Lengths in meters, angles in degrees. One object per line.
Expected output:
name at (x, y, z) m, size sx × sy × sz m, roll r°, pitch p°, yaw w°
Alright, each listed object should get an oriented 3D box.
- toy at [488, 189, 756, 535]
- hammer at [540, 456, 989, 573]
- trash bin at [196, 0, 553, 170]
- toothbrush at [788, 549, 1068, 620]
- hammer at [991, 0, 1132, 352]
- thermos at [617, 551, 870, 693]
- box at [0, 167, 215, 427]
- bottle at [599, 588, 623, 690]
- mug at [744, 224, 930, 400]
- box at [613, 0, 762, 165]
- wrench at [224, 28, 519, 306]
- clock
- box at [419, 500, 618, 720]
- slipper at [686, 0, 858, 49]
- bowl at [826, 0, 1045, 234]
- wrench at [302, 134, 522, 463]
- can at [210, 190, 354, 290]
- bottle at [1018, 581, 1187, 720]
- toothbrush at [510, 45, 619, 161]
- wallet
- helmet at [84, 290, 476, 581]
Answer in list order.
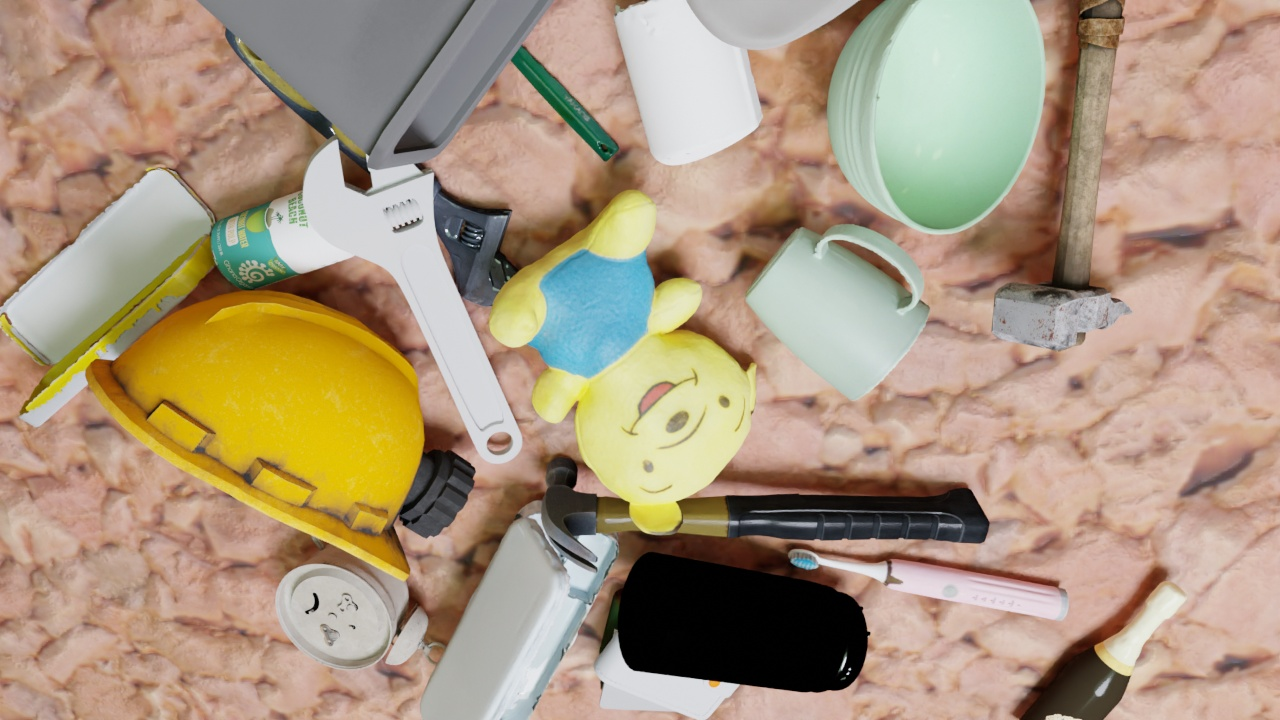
toy at (-0.004, 0.004, 0.651) m, size 0.149 × 0.084 × 0.214 m, roll -37°, pitch 108°, yaw -1°
hammer at (0.091, 0.117, 0.689) m, size 0.333 × 0.117 × 0.025 m, roll 1°, pitch 118°, yaw -1°
trash bin at (-0.168, -0.258, 0.535) m, size 0.220 × 0.097 × 0.192 m, roll 42°, pitch 111°, yaw -2°
toothbrush at (0.229, 0.177, 0.737) m, size 0.222 × 0.026 × 0.027 m, roll 10°, pitch 102°, yaw 1°
hammer at (0.278, -0.161, 0.564) m, size 0.049 × 0.121 × 0.319 m, roll 17°, pitch 114°, yaw 47°
thermos at (0.090, 0.207, 0.710) m, size 0.198 × 0.086 × 0.086 m, roll 15°, pitch 115°, yaw -23°
box at (-0.398, -0.044, 0.688) m, size 0.210 × 0.057 × 0.117 m, roll -34°, pitch 68°, yaw 18°
bottle at (-0.021, 0.244, 0.790) m, size 0.025 × 0.025 × 0.106 m, roll 13°, pitch 114°, yaw -1°
mug at (0.135, -0.043, 0.613) m, size 0.104 × 0.083 × 0.112 m, roll 39°, pitch 144°, yaw 0°
box at (0.030, -0.210, 0.567) m, size 0.092 × 0.083 × 0.166 m, roll -12°, pitch 111°, yaw 21°
wrench at (-0.175, -0.135, 0.644) m, size 0.273 × 0.022 × 0.073 m, roll 42°, pitch 116°, yaw -13°
clock at (-0.229, 0.212, 0.778) m, size 0.157 × 0.061 × 0.104 m, roll 30°, pitch 115°, yaw 1°
box at (-0.095, 0.229, 0.710) m, size 0.106 × 0.127 × 0.215 m, roll 23°, pitch 102°, yaw -15°
slipper at (0.132, -0.265, 0.523) m, size 0.265 × 0.080 × 0.113 m, roll -41°, pitch 89°, yaw -4°
bowl at (0.169, -0.157, 0.559) m, size 0.150 × 0.077 × 0.151 m, roll -12°, pitch 113°, yaw -31°
wrench at (-0.154, -0.031, 0.656) m, size 0.086 × 0.018 × 0.273 m, roll -23°, pitch 119°, yaw -9°
can at (-0.248, -0.088, 0.652) m, size 0.102 × 0.054 × 0.055 m, roll -16°, pitch 111°, yaw 12°
bottle at (0.377, 0.251, 0.745) m, size 0.045 × 0.045 × 0.185 m, roll 24°, pitch 113°, yaw -5°
toothbrush at (-0.085, -0.205, 0.608) m, size 0.016 × 0.017 × 0.190 m, roll -41°, pitch 104°, yaw 17°
wallet at (0.025, 0.259, 0.772) m, size 0.118 × 0.037 × 0.115 m, roll 28°, pitch 107°, yaw -20°
helmet at (-0.231, 0.031, 0.647) m, size 0.255 × 0.205 × 0.131 m, roll 39°, pitch 83°, yaw -27°
